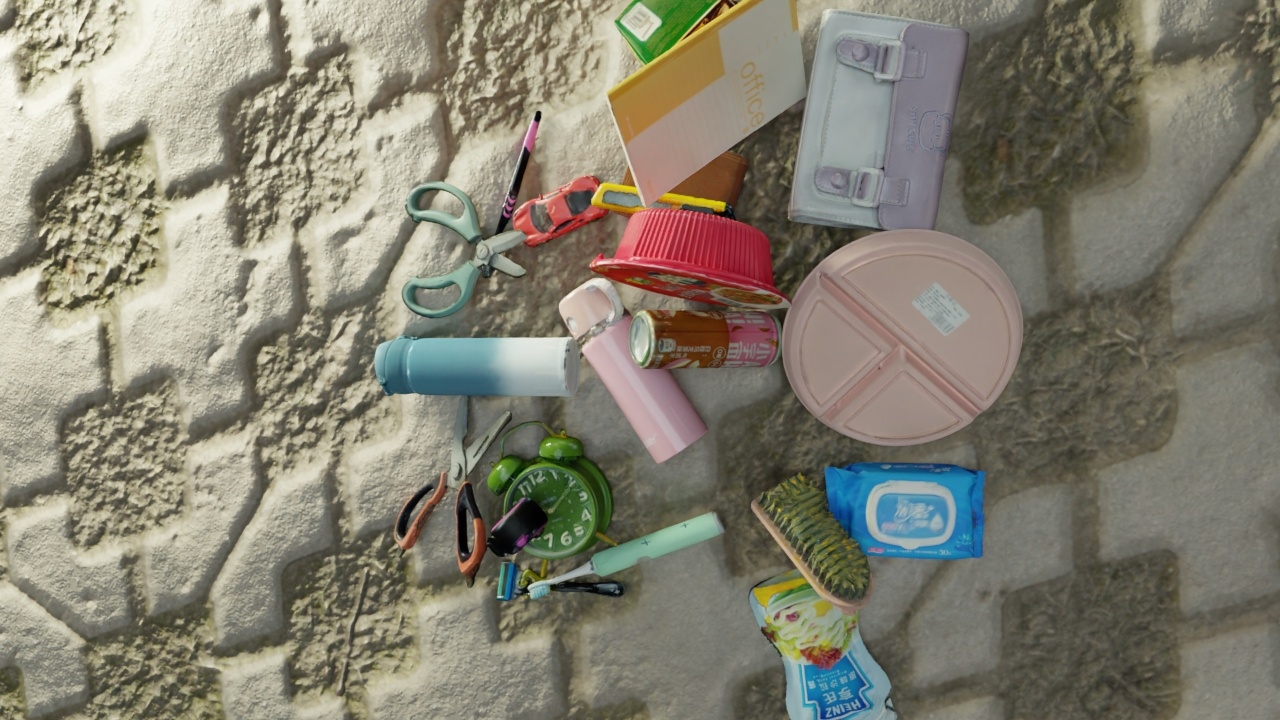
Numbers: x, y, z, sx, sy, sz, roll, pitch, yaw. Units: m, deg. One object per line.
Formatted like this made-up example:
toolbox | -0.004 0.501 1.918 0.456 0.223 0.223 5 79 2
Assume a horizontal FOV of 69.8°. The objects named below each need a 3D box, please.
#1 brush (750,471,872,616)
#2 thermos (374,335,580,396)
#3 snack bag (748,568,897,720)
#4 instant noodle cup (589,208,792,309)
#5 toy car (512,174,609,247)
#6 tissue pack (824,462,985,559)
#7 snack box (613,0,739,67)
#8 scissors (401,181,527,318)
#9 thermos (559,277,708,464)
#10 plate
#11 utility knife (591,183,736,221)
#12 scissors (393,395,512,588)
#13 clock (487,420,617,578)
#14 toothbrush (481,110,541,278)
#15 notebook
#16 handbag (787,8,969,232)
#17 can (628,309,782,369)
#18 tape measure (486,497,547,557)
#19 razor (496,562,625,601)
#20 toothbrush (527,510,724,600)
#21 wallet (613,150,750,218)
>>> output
brush | 0.176 0.185 0.914 0.063 0.073 0.145 -26 61 -21
thermos | -0.177 0.005 0.987 0.221 0.070 0.070 1 94 10
snack bag | 0.192 0.311 0.959 0.110 0.039 0.191 -20 91 0
instant noodle cup | 0.053 -0.098 0.877 0.194 0.194 0.066 12 87 9
toy car | -0.087 -0.158 0.975 0.106 0.031 0.049 -22 89 13
tissue pack | 0.265 0.151 0.924 0.157 0.052 0.095 1 94 10
snack box | 0.041 -0.315 0.899 0.105 0.117 0.118 44 97 9
scissors | -0.201 -0.132 0.991 0.173 0.019 0.178 -22 84 23
thermos | -0.006 0.006 0.947 0.067 0.087 0.198 -32 88 -33
plate | 0.253 -0.014 0.887 0.229 0.028 0.230 3 115 5
utility knife | 0.024 -0.155 0.935 0.154 0.015 0.033 11 99 10
scissors | -0.205 0.138 0.998 0.189 0.015 0.222 -17 66 37
clock | -0.098 0.143 0.986 0.116 0.056 0.161 -26 89 10
toothbrush | -0.137 -0.178 0.988 0.014 0.018 0.189 15 97 -34
notebook | 0.069 -0.250 0.862 0.206 0.146 0.010 -35 55 -8
handbag | 0.227 -0.223 0.885 0.145 0.098 0.197 8 96 4
can | 0.065 -0.021 0.909 0.147 0.058 0.058 -1 95 -24
tape measure | -0.122 0.171 0.934 0.039 0.057 0.058 46 116 1
razor | -0.086 0.248 1.010 0.143 0.022 0.042 1 72 10
toothbrush | -0.018 0.210 0.984 0.224 0.026 0.027 -21 56 6
wallet | 0.042 -0.180 0.951 0.124 0.032 0.101 21 101 8
